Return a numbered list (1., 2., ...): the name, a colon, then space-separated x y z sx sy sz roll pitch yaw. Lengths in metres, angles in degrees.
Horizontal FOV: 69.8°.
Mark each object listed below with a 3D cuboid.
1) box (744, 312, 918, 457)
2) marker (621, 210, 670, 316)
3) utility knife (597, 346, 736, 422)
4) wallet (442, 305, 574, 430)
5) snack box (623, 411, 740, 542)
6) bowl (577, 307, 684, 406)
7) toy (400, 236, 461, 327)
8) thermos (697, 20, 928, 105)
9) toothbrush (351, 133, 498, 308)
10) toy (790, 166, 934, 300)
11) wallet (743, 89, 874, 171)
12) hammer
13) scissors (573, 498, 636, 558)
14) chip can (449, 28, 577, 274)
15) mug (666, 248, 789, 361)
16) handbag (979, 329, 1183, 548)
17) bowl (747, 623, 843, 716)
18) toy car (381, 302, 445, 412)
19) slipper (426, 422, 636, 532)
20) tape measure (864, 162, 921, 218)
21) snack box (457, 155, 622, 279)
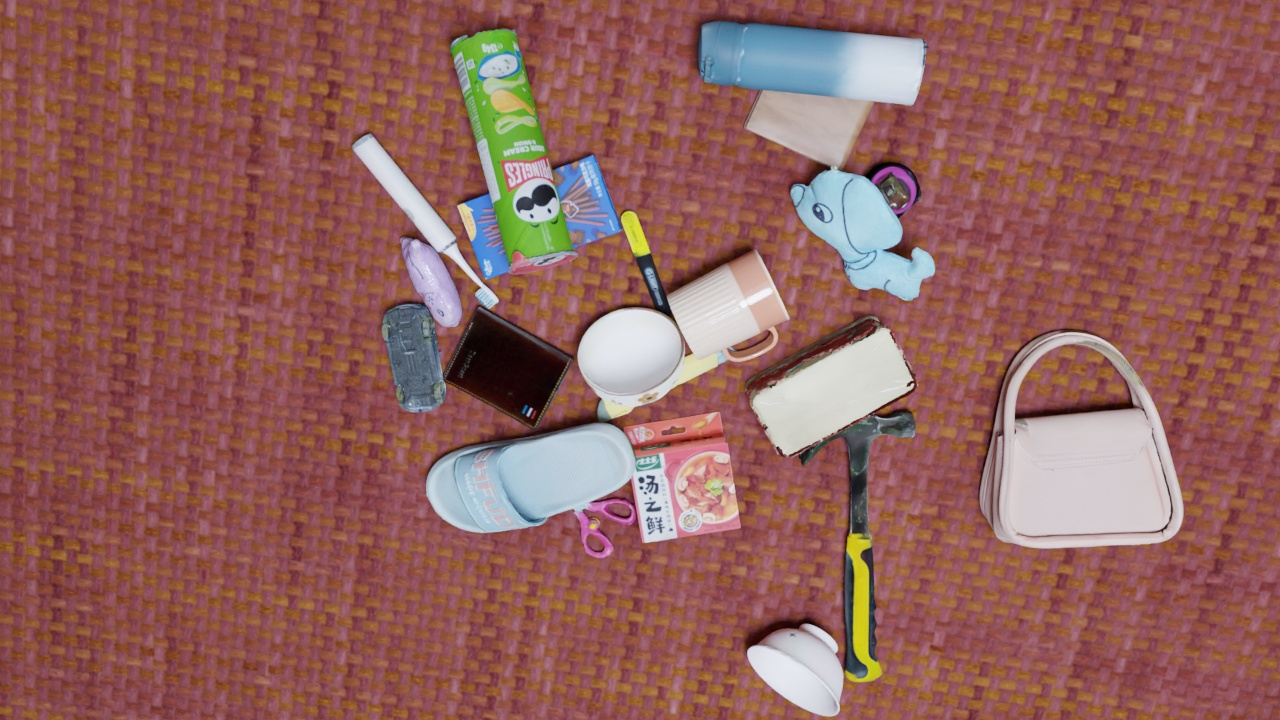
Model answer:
1. box: 0.203 0.028 0.985 0.168 0.079 0.091 -29 101 6
2. marker: 0.007 -0.103 0.993 0.018 0.015 0.124 -19 103 8
3. utility knife: 0.027 0.023 1.019 0.173 0.019 0.031 -25 105 7
4. wallet: -0.147 0.009 1.019 0.122 0.020 0.096 29 101 -3
5. snack box: 0.046 0.131 1.028 0.113 0.044 0.127 -10 102 3
6. bowl: -0.006 0.006 0.982 0.113 0.113 0.062 -11 143 3
7. toy: -0.220 -0.083 0.974 0.039 0.084 0.108 -28 106 -14
8. thermos: 0.166 -0.298 0.909 0.220 0.070 0.070 8 102 5
9. toothbrush: -0.226 -0.146 0.983 0.026 0.027 0.221 -41 100 -13
10. toy: 0.226 -0.133 0.944 0.161 0.049 0.156 22 143 34
11. wallet: 0.179 -0.264 0.953 0.115 0.020 0.101 23 100 -1
12. hammer: 0.248 0.217 1.050 0.126 0.032 0.323 -3 103 2
13. scissors: -0.065 0.161 1.053 0.096 0.017 0.137 -38 95 9
14. chip can: -0.129 -0.208 0.922 0.072 0.072 0.236 -15 89 4
15. mug: 0.098 -0.047 0.976 0.106 0.081 0.114 -26 126 8
16. handbag: 0.472 0.084 0.999 0.193 0.093 0.234 -5 94 3
17. bowl: 0.190 0.344 1.054 0.118 0.119 0.064 47 60 -8
18. toy car: -0.247 -0.003 1.008 0.054 0.036 0.121 -7 102 5
19. slipper: -0.123 0.134 1.003 0.246 0.074 0.104 -16 101 16
20. tape measure: 0.261 -0.178 0.959 0.057 0.039 0.058 -40 99 9
21. snack box: -0.107 -0.152 0.978 0.157 0.026 0.084 -19 100 5
